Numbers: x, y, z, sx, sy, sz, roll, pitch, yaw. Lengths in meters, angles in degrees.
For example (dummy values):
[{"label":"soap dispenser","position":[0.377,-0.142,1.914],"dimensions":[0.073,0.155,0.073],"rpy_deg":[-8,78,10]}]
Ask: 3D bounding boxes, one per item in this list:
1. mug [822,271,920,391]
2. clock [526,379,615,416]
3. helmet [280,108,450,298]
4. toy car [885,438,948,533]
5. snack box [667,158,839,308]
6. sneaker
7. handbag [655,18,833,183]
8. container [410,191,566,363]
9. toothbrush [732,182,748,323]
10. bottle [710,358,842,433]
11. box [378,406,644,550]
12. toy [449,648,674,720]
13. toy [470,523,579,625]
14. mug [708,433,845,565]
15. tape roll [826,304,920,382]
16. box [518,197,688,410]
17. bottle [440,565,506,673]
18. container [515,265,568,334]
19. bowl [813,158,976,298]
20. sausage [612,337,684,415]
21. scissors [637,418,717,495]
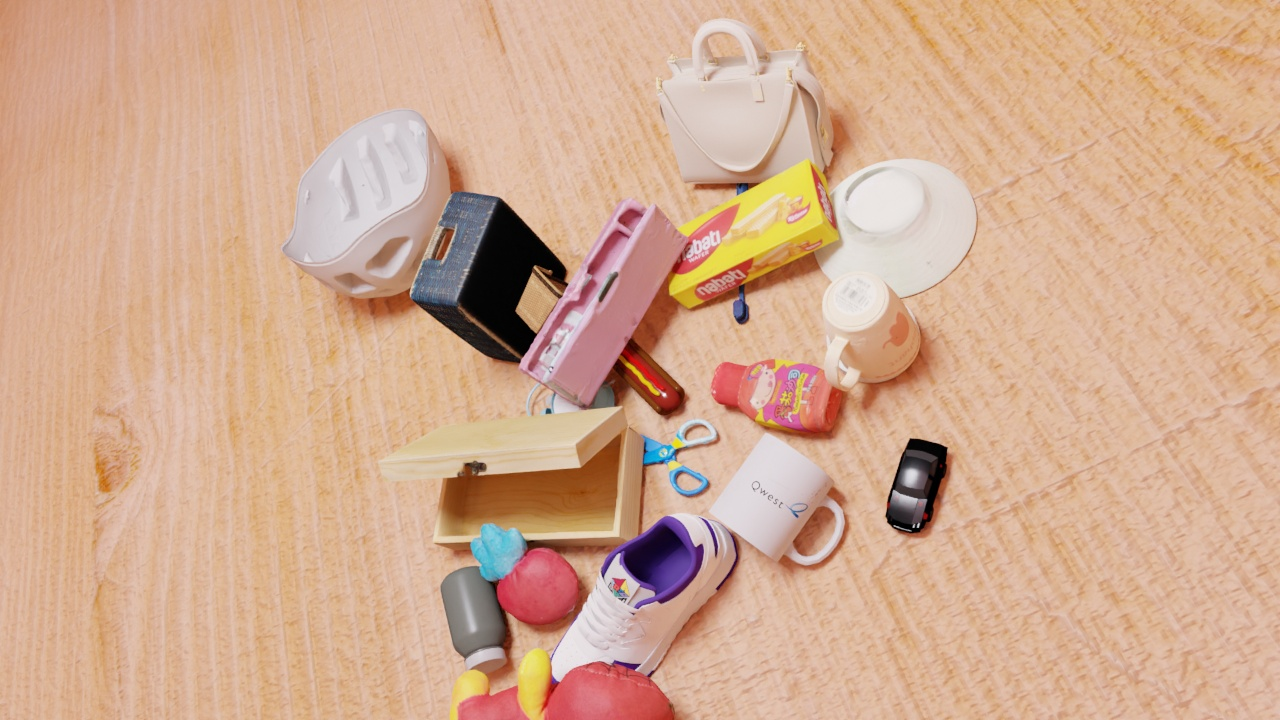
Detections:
[{"label":"mug","position":[0.215,-0.025,0.899],"dimensions":[0.085,0.104,0.111],"rpy_deg":[25,79,34]},{"label":"clock","position":[-0.085,0.050,1.086],"dimensions":[0.123,0.042,0.087],"rpy_deg":[2,68,33]},{"label":"helmet","position":[-0.369,-0.220,1.263],"dimensions":[0.224,0.184,0.282],"rpy_deg":[-14,69,15]},{"label":"toy car","position":[0.262,0.118,0.875],"dimensions":[0.042,0.036,0.091],"rpy_deg":[13,74,31]},{"label":"snack box","position":[0.119,-0.140,1.035],"dimensions":[0.201,0.042,0.092],"rpy_deg":[-24,54,30]},{"label":"sneaker","position":[-0.013,0.245,0.911],"dimensions":[0.244,0.111,0.092],"rpy_deg":[-46,56,1]},{"label":"handbag","position":[0.109,-0.299,1.041],"dimensions":[0.195,0.198,0.101],"rpy_deg":[5,55,28]},{"label":"container","position":[-0.175,-0.095,1.105],"dimensions":[0.071,0.187,0.145],"rpy_deg":[11,73,27]},{"label":"toothbrush","position":[0.117,-0.131,1.075],"dimensions":[0.016,0.017,0.189],"rpy_deg":[-8,64,25]},{"label":"bottle","position":[0.141,0.034,0.968],"dimensions":[0.134,0.048,0.071],"rpy_deg":[11,74,31]},{"label":"box","position":[-0.132,0.121,1.019],"dimensions":[0.249,0.179,0.141],"rpy_deg":[-7,45,25]},{"label":"toy","position":[-0.073,0.350,0.878],"dimensions":[0.217,0.147,0.098],"rpy_deg":[-10,37,17]},{"label":"toy","position":[-0.126,0.230,0.990],"dimensions":[0.133,0.062,0.092],"rpy_deg":[42,110,7]},{"label":"mug","position":[0.144,0.146,0.905],"dimensions":[0.119,0.083,0.096],"rpy_deg":[36,86,6]},{"label":"tape roll","position":[0.243,-0.023,0.960],"dimensions":[0.094,0.019,0.094],"rpy_deg":[-11,63,22]},{"label":"box","position":[-0.032,-0.062,1.013],"dimensions":[0.232,0.099,0.080],"rpy_deg":[-58,17,-6]},{"label":"bottle","position":[-0.182,0.285,1.010],"dimensions":[0.060,0.060,0.108],"rpy_deg":[-30,57,12]},{"label":"container","position":[-0.093,-0.060,1.099],"dimensions":[0.061,0.114,0.063],"rpy_deg":[-53,54,12]},{"label":"bowl","position":[0.265,-0.157,0.987],"dimensions":[0.177,0.058,0.176],"rpy_deg":[-11,63,22]},{"label":"sausage","position":[-0.006,0.006,1.062],"dimensions":[0.040,0.040,0.155],"rpy_deg":[-46,55,1]},{"label":"scissors","position":[0.030,0.095,1.017],"dimensions":[0.131,0.018,0.109],"rpy_deg":[26,82,35]}]
